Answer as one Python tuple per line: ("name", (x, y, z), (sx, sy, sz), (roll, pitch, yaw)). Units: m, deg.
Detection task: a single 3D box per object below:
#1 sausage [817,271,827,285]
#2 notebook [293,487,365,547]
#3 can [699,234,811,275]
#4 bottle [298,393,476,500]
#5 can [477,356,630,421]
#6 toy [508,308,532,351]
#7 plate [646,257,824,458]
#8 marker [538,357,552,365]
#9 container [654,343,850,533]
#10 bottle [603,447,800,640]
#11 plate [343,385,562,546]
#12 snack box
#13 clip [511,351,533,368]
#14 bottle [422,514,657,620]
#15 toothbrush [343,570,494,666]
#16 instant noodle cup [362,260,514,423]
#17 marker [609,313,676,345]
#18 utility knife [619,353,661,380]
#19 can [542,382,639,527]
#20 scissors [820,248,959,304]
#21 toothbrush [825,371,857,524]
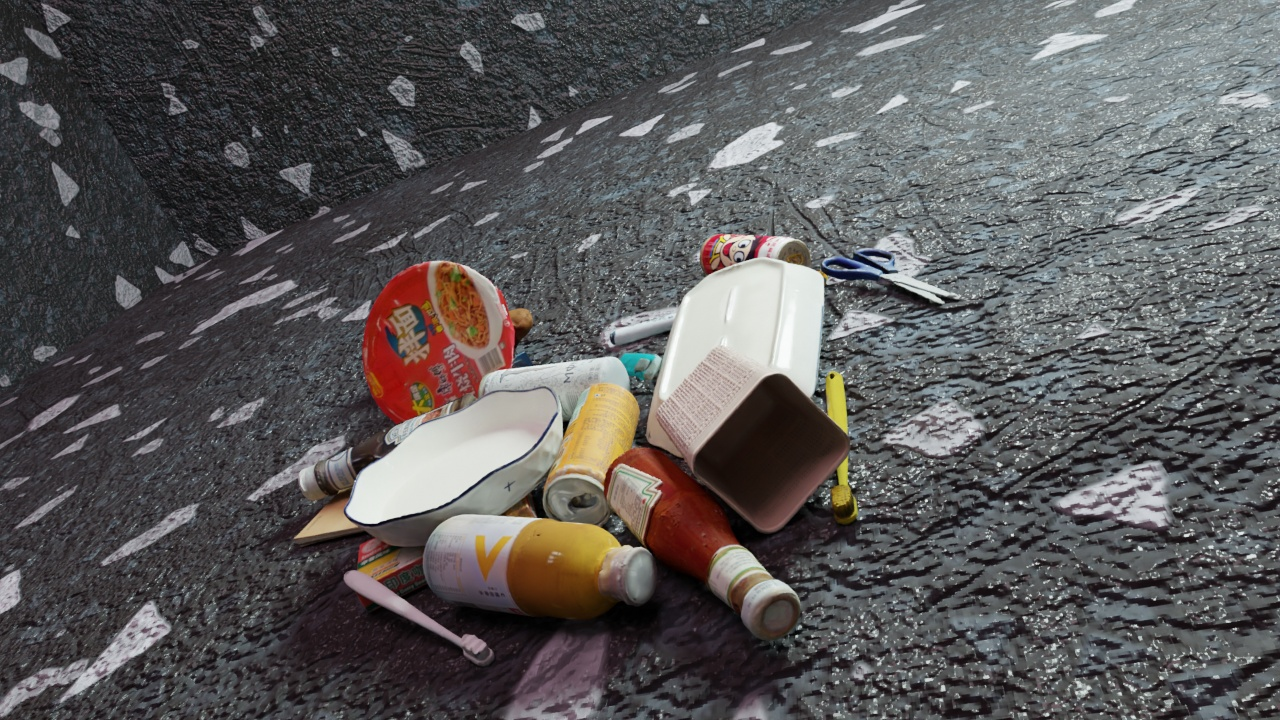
("sausage", (0.136, -0.046, 0.907), (0.164, 0.021, 0.021), (-40, 27, -30))
("notebook", (-0.227, 0.121, 0.924), (0.212, 0.012, 0.149), (-14, 24, 23))
("can", (0.125, -0.111, 1.015), (0.053, 0.053, 0.133), (-35, 25, -23))
("bottle", (-0.256, 0.094, 0.941), (0.195, 0.044, 0.079), (-22, 20, 6))
("can", (-0.085, 0.032, 0.899), (0.147, 0.058, 0.058), (-6, 29, 28))
("toy", (-0.234, -0.046, 1.150), (0.200, 0.140, 0.130), (-6, 67, 52))
("plate", (0.083, -0.018, 0.834), (0.162, 0.034, 0.264), (-16, 33, 26))
("marker", (-0.127, 0.030, 1.015), (0.018, 0.015, 0.123), (-10, 25, 28))
("container", (0.073, 0.049, 0.662), (0.090, 0.090, 0.111), (-48, 22, 1))
("bottle", (0.037, 0.118, 0.612), (0.059, 0.060, 0.206), (-31, 26, -14))
("plate", (-0.156, 0.093, 0.802), (0.205, 0.045, 0.204), (-22, 21, 9))
("snack box", (-0.164, 0.150, 0.777), (0.155, 0.027, 0.077), (-26, 22, -4))
("clip", (-0.153, 0.014, 1.061), (0.058, 0.027, 0.045), (-22, 31, 7))
("bottle", (-0.073, 0.145, 0.646), (0.190, 0.068, 0.067), (-5, 30, 38))
("toothbrush", (-0.171, 0.186, 0.683), (0.180, 0.016, 0.016), (13, 42, 40))
("instant noodle cup", (-0.211, -0.011, 1.020), (0.194, 0.193, 0.065), (-15, -6, 21))
("marker", (0.027, -0.040, 1.008), (0.131, 0.018, 0.022), (-15, 17, 20))
("utility knife", (-0.005, 0.005, 0.902), (0.029, 0.013, 0.151), (-57, 13, -7))
("can", (-0.039, 0.078, 0.769), (0.058, 0.058, 0.145), (-17, 25, 18))
("scissors", (0.231, -0.078, 0.877), (0.125, 0.012, 0.173), (-5, 24, 8))
("toothbrush", (0.147, 0.057, 0.684), (0.016, 0.016, 0.189), (-16, 25, 17))
